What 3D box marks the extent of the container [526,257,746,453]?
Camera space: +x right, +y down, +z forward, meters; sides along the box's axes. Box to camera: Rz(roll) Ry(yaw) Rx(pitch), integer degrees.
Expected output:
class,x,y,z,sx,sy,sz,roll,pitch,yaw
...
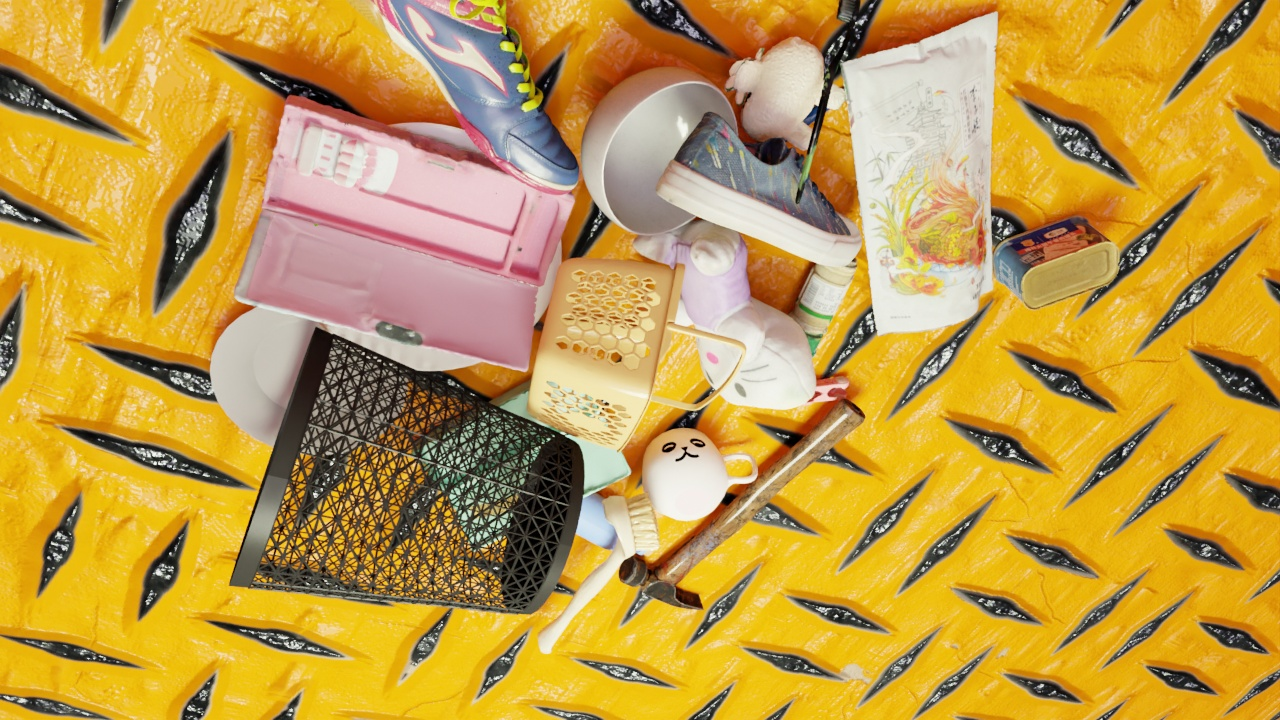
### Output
class,x,y,z,sx,sy,sz,roll,pitch,yaw
container,-0.005,0.005,0.792,0.167,0.129,0.184,14,159,-6

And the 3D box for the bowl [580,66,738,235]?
class,x,y,z,sx,sy,sz,roll,pitch,yaw
bowl,0.009,-0.175,0.748,0.131,0.064,0.132,-21,135,-23

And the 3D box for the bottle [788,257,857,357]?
class,x,y,z,sx,sy,sz,roll,pitch,yaw
bottle,0.169,-0.055,0.880,0.042,0.042,0.110,13,118,-18

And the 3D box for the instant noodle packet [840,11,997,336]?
class,x,y,z,sx,sy,sz,roll,pitch,yaw
instant noodle packet,0.260,-0.154,0.820,0.146,0.057,0.269,-22,124,-11

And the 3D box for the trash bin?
class,x,y,z,sx,sy,sz,roll,pitch,yaw
trash bin,-0.192,0.112,0.791,0.243,0.216,0.217,19,118,-20

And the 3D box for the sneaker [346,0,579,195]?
class,x,y,z,sx,sy,sz,roll,pitch,yaw
sneaker,-0.115,-0.226,0.671,0.091,0.116,0.242,-33,116,23

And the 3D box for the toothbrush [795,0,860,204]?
class,x,y,z,sx,sy,sz,roll,pitch,yaw
toothbrush,0.146,-0.213,0.728,0.017,0.014,0.188,18,82,-7

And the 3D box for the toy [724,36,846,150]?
class,x,y,z,sx,sy,sz,roll,pitch,yaw
toy,0.114,-0.221,0.754,0.112,0.050,0.087,19,115,-22

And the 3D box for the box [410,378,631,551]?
class,x,y,z,sx,sy,sz,roll,pitch,yaw
box,-0.119,0.096,0.922,0.187,0.056,0.138,-26,106,8

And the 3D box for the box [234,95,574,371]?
class,x,y,z,sx,sy,sz,roll,pitch,yaw
box,-0.184,-0.097,0.735,0.233,0.075,0.172,16,89,-19

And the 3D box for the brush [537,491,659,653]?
class,x,y,z,sx,sy,sz,roll,pitch,yaw
brush,-0.051,0.233,0.972,0.077,0.061,0.273,20,127,-15

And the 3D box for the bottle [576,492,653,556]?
class,x,y,z,sx,sy,sz,roll,pitch,yaw
bottle,-0.037,0.177,0.991,0.131,0.048,0.048,34,111,-27

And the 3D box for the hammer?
class,x,y,z,sx,sy,sz,roll,pitch,yaw
hammer,0.124,0.163,1.014,0.120,0.033,0.331,30,116,-30

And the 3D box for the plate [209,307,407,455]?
class,x,y,z,sx,sy,sz,roll,pitch,yaw
plate,-0.305,0.014,0.854,0.172,0.019,0.173,-5,124,-7

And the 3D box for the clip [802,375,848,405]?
class,x,y,z,sx,sy,sz,roll,pitch,yaw
clip,0.188,0.025,0.948,0.059,0.023,0.041,-1,121,-16

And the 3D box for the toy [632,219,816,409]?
class,x,y,z,sx,sy,sz,roll,pitch,yaw
toy,0.081,-0.041,0.834,0.085,0.138,0.209,-44,124,-20

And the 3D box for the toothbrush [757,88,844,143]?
class,x,y,z,sx,sy,sz,roll,pitch,yaw
toothbrush,0.139,-0.203,0.790,0.190,0.017,0.016,-33,122,12

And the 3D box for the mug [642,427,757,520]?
class,x,y,z,sx,sy,sz,roll,pitch,yaw
mug,0.063,0.119,0.953,0.124,0.076,0.090,-7,124,-6

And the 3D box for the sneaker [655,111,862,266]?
class,x,y,z,sx,sy,sz,roll,pitch,yaw
sneaker,0.117,-0.138,0.757,0.235,0.087,0.079,9,112,-44

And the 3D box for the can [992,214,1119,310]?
class,x,y,z,sx,sy,sz,roll,pitch,yaw
can,0.400,-0.094,0.883,0.100,0.059,0.054,-21,124,3

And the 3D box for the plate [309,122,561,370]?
class,x,y,z,sx,sy,sz,roll,pitch,yaw
plate,-0.184,-0.096,0.794,0.229,0.030,0.230,-5,122,-8
